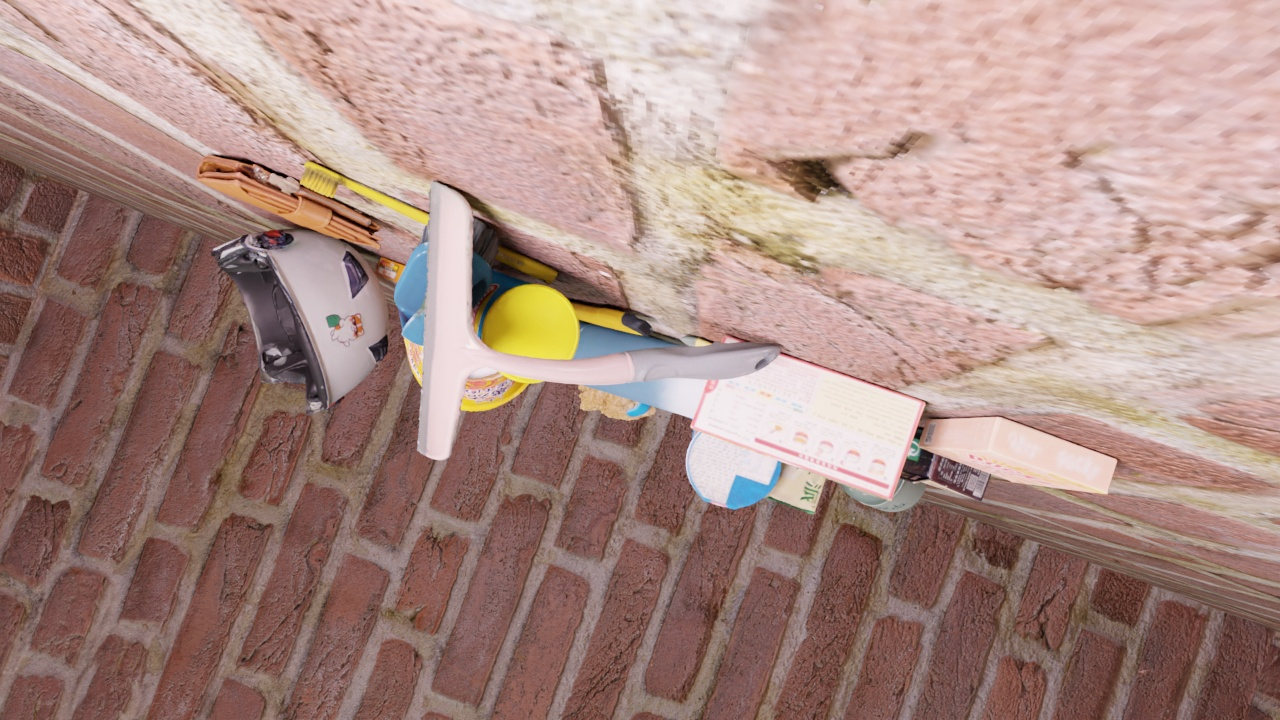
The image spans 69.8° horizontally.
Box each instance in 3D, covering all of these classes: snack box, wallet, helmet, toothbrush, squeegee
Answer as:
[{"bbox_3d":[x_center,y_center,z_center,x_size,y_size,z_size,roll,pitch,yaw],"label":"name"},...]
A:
[{"bbox_3d":[0.124,0.042,0.687,0.156,0.077,0.027,20,177,13],"label":"snack box"},{"bbox_3d":[-0.293,-0.133,0.774,0.131,0.031,0.108,22,177,-43],"label":"wallet"},{"bbox_3d":[0.168,0.107,1.081,0.063,0.114,0.240,19,176,-1],"label":"snack box"},{"bbox_3d":[0.254,0.091,0.879,0.125,0.053,0.113,25,175,-41],"label":"snack box"},{"bbox_3d":[0.270,0.068,0.677,0.084,0.026,0.157,20,176,2],"label":"snack box"},{"bbox_3d":[-0.259,-0.091,1.184,0.154,0.026,0.075,20,177,12],"label":"snack box"},{"bbox_3d":[-0.397,-0.065,1.139,0.156,0.230,0.274,-30,-152,-34],"label":"helmet"},{"bbox_3d":[-0.145,-0.093,0.648,0.190,0.016,0.016,22,175,-26],"label":"toothbrush"},{"bbox_3d":[-0.019,-0.001,0.615,0.249,0.040,0.248,1,136,-14],"label":"squeegee"}]

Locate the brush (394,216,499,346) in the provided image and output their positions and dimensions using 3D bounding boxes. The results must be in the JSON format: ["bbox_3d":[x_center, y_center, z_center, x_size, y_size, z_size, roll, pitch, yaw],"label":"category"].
[{"bbox_3d":[-0.140,-0.047,0.634,0.055,0.073,0.144,23,158,-17],"label":"brush"}]

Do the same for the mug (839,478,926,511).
[{"bbox_3d":[0.294,0.128,1.072,0.112,0.082,0.106,-16,157,26],"label":"mug"}]

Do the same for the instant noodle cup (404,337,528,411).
[{"bbox_3d":[-0.163,-0.024,0.902,0.138,0.138,0.110,21,168,-5],"label":"instant noodle cup"}]

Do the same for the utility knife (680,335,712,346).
[{"bbox_3d":[0.131,0.020,0.774,0.212,0.022,0.031,27,179,7],"label":"utility knife"}]

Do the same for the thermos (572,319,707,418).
[{"bbox_3d":[0.005,0.007,0.856,0.221,0.070,0.070,16,175,25],"label":"thermos"}]

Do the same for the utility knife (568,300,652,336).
[{"bbox_3d":[-0.041,-0.042,0.822,0.033,0.015,0.171,30,173,-33],"label":"utility knife"}]

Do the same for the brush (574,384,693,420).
[{"bbox_3d":[0.033,0.048,0.919,0.255,0.045,0.083,9,166,41],"label":"brush"}]

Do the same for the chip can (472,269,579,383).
[{"bbox_3d":[-0.116,-0.036,0.742,0.071,0.071,0.210,22,-179,-25],"label":"chip can"}]

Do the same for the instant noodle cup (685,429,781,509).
[{"bbox_3d":[0.093,0.093,0.981,0.099,0.099,0.110,21,-169,-5],"label":"instant noodle cup"}]
